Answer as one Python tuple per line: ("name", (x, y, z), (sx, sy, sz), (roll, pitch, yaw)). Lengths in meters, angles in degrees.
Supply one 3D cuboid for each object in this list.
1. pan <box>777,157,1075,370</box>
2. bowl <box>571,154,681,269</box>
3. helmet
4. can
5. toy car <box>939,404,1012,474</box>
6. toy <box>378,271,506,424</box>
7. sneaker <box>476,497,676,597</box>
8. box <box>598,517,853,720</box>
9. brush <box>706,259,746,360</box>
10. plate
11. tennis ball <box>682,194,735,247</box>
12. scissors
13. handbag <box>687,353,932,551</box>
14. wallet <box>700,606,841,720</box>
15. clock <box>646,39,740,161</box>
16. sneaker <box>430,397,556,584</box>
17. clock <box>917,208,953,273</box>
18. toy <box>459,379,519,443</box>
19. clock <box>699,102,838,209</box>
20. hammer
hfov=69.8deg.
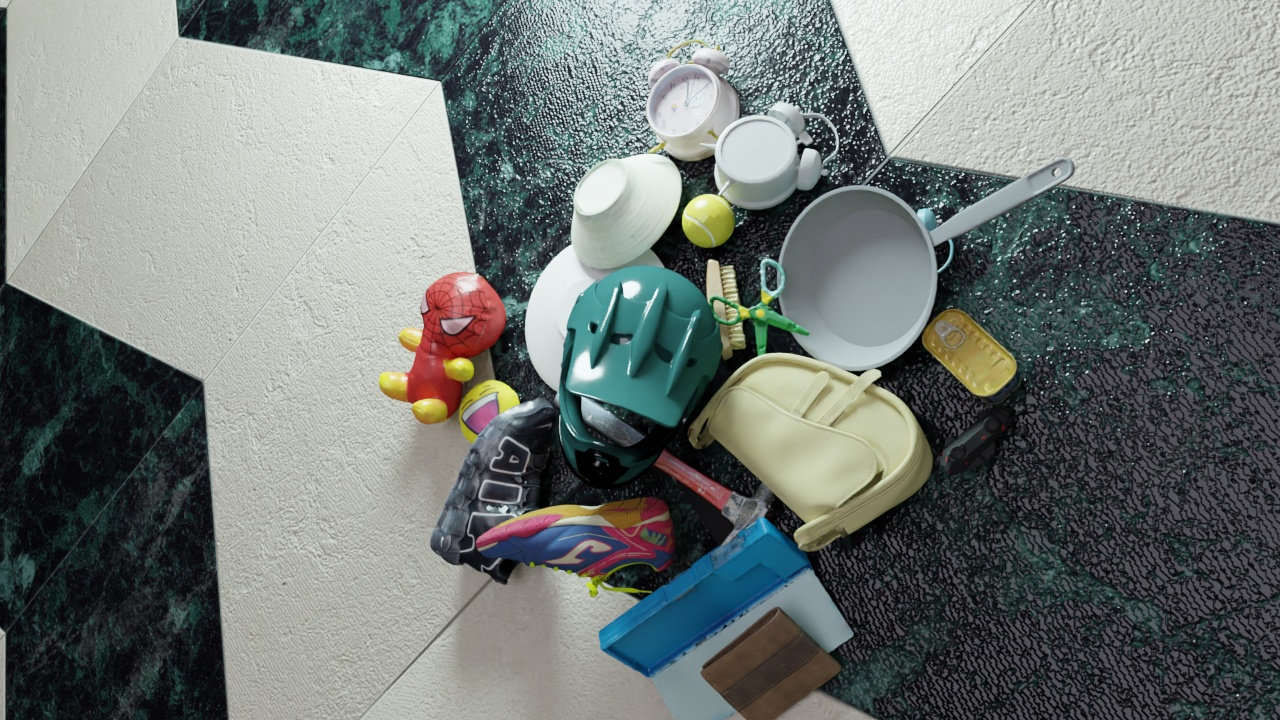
("pan", (0.287, -0.116, 0.954), (0.358, 0.050, 0.200), (-28, 74, 44))
("bowl", (-0.036, -0.209, 1.187), (0.177, 0.057, 0.176), (-20, 54, 29))
("helmet", (-0.006, 0.006, 1.022), (0.176, 0.273, 0.201), (19, 132, 0))
("can", (0.346, -0.003, 0.957), (0.054, 0.059, 0.100), (-46, 62, 13))
("toy car", (0.350, 0.084, 0.948), (0.092, 0.042, 0.036), (-44, 87, 13))
("toy", (-0.269, -0.023, 1.281), (0.147, 0.098, 0.216), (32, 96, 24))
("sneaker", (-0.077, 0.224, 1.077), (0.242, 0.116, 0.091), (-9, 98, 17))
("box", (0.095, 0.298, 1.039), (0.244, 0.070, 0.171), (-39, 96, 16))
("brush", (0.103, -0.063, 1.112), (0.039, 0.049, 0.117), (-10, 74, 8))
("plate", (-0.066, -0.062, 1.215), (0.230, 0.030, 0.229), (-7, 76, 28))
("tennis ball", (0.084, -0.172, 1.135), (0.065, 0.065, 0.065), (-7, 76, 28))
("scissors", (0.141, -0.060, 1.063), (0.125, 0.011, 0.130), (24, 93, 20))
("handbag", (0.182, 0.083, 0.994), (0.191, 0.088, 0.233), (-46, 57, -4))
("wallet", (0.139, 0.334, 0.993), (0.098, 0.026, 0.121), (44, 105, -7))
("clock", (0.065, -0.340, 1.187), (0.117, 0.058, 0.157), (-5, 76, 28))
("sneaker", (-0.157, 0.180, 1.181), (0.151, 0.097, 0.252), (32, 96, 25))
("clock", (0.290, -0.135, 1.027), (0.123, 0.042, 0.087), (33, 96, 32))
("toy", (-0.207, 0.073, 1.258), (0.096, 0.041, 0.094), (-33, 69, 16))
("clock", (0.160, -0.247, 1.109), (0.159, 0.061, 0.119), (-18, 67, 3))
("hammer", (0.014, 0.124, 1.126), (0.326, 0.036, 0.140), (31, 93, 30))
